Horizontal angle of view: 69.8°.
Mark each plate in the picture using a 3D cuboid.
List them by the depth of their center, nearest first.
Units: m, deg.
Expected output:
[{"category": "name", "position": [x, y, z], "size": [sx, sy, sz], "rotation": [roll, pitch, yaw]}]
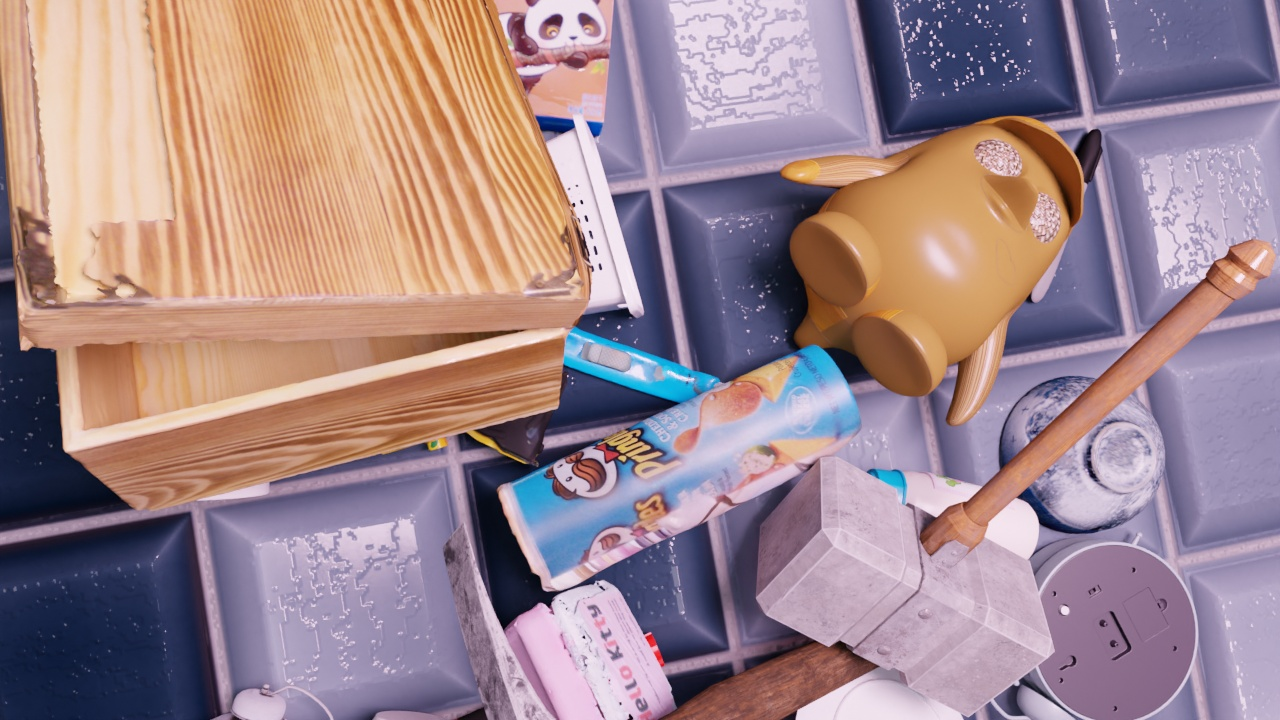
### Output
[{"category": "plate", "position": [0.165, 0.257, 0.602], "size": [0.134, 0.011, 0.134], "rotation": [9, 58, -15]}]

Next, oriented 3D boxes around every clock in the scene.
[{"category": "clock", "position": [-0.245, 0.260, 0.574], "size": [0.094, 0.035, 0.122], "rotation": [40, 82, -3]}, {"category": "clock", "position": [0.307, 0.192, 0.639], "size": [0.159, 0.045, 0.122], "rotation": [-28, 90, -7]}]

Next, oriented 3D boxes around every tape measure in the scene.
[{"category": "tape measure", "position": [-0.088, 0.025, 0.603], "size": [0.072, 0.042, 0.071], "rotation": [22, 88, -3]}]

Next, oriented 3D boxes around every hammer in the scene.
[{"category": "hammer", "position": [0.217, 0.058, 0.511], "size": [0.162, 0.082, 0.319], "rotation": [28, 123, -8]}, {"category": "hammer", "position": [0.043, 0.172, 0.555], "size": [0.299, 0.037, 0.217], "rotation": [-8, 62, -38]}]

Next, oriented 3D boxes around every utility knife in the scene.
[{"category": "utility knife", "position": [-0.004, 0.004, 0.628], "size": [0.173, 0.015, 0.031], "rotation": [18, 90, -7]}]

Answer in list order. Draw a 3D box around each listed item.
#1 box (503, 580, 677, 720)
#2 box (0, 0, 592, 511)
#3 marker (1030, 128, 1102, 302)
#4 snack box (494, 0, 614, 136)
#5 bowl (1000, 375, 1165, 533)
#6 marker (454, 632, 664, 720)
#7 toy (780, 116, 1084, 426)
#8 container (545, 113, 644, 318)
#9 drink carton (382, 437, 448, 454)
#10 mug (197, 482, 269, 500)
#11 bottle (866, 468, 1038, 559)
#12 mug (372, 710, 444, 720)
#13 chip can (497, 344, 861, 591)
[{"category": "box", "position": [-0.002, 0.233, 0.554], "size": [0.095, 0.088, 0.202], "rotation": [-17, 67, -32]}, {"category": "box", "position": [-0.167, -0.109, 0.466], "size": [0.257, 0.216, 0.279], "rotation": [-13, 64, -16]}, {"category": "marker", "position": [0.313, -0.105, 0.672], "size": [0.022, 0.016, 0.138], "rotation": [24, 85, -28]}, {"category": "snack box", "position": [-0.063, -0.234, 0.624], "size": [0.087, 0.034, 0.151], "rotation": [5, 86, -7]}, {"category": "bowl", "position": [0.318, 0.067, 0.639], "size": [0.114, 0.061, 0.114], "rotation": [0, 87, -6]}, {"category": "marker", "position": [-0.055, 0.220, 0.605], "size": [0.145, 0.021, 0.023], "rotation": [-22, 67, -8]}, {"category": "toy", "position": [0.205, -0.083, 0.593], "size": [0.203, 0.163, 0.198], "rotation": [-37, 94, -18]}, {"category": "container", "position": [-0.040, -0.086, 0.599], "size": [0.049, 0.080, 0.129], "rotation": [-16, 89, 4]}, {"category": "drink carton", "position": [-0.157, 0.001, 0.587], "size": [0.041, 0.058, 0.122], "rotation": [-18, 89, -8]}, {"category": "mug", "position": [-0.275, 0.037, 0.547], "size": [0.074, 0.110, 0.090], "rotation": [-2, 86, 24]}, {"category": "bottle", "position": [0.195, 0.102, 0.627], "size": [0.146, 0.051, 0.051], "rotation": [15, 85, -6]}, {"category": "mug", "position": [-0.166, 0.264, 0.560], "size": [0.107, 0.071, 0.089], "rotation": [13, 76, -24]}, {"category": "chip can", "position": [0.027, 0.069, 0.594], "size": [0.229, 0.080, 0.080], "rotation": [-24, 90, -5]}]
